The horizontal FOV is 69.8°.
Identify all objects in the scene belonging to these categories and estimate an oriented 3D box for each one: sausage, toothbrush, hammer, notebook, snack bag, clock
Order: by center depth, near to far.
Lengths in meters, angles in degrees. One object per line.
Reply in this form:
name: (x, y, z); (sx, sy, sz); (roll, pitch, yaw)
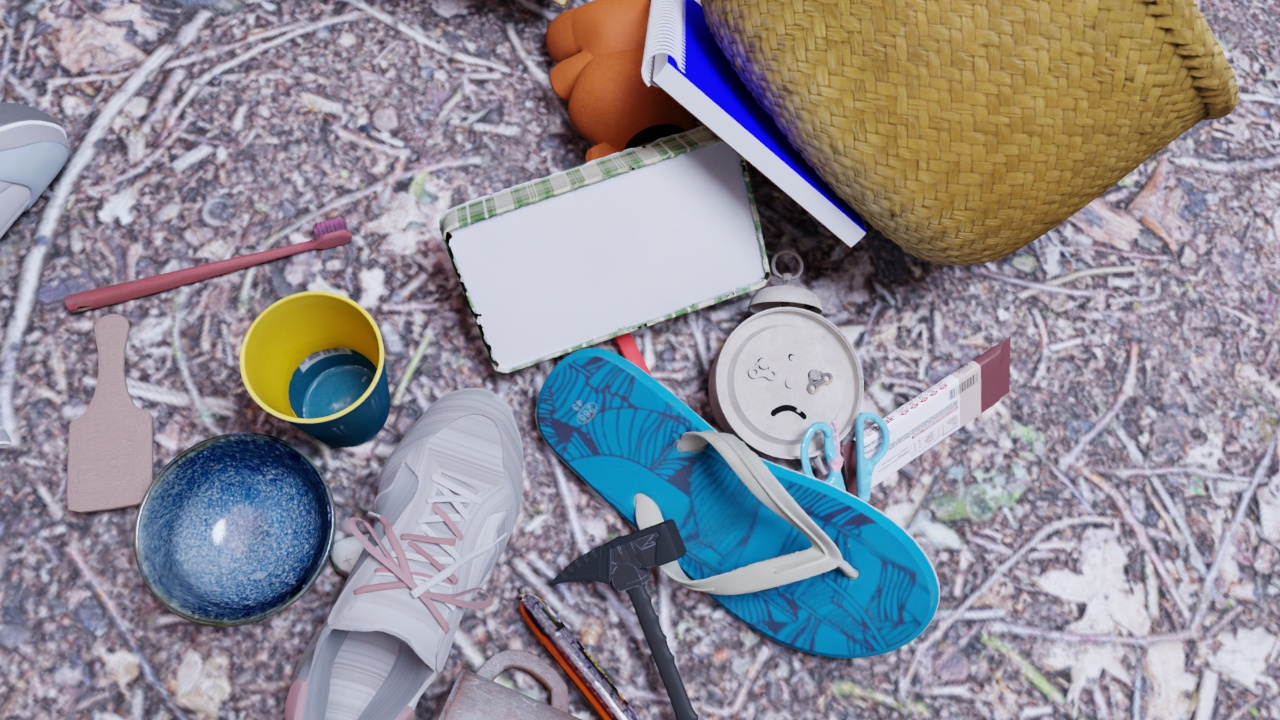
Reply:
hammer: (0.039, 0.266, 0.573); (0.095, 0.015, 0.325); (-25, 83, 26)
sausage: (-0.030, 0.205, 0.583); (0.020, 0.020, 0.155); (-38, 74, -17)
notebook: (0.073, -0.179, 0.625); (0.171, 0.022, 0.208); (35, 29, -19)
toothbrush: (-0.296, -0.067, 0.636); (0.189, 0.016, 0.016); (-17, 72, -13)
clock: (0.099, -0.001, 0.651); (0.103, 0.061, 0.156); (6, 80, -8)
toothbrush: (-0.004, 0.004, 0.660); (0.012, 0.018, 0.212); (-23, 75, -14)
snack bag: (0.209, 0.041, 0.663); (0.157, 0.057, 0.013); (-31, 39, -15)

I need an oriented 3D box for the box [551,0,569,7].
box: (-0.167, -0.486, 0.661); (0.280, 0.285, 0.336); (-57, 46, 16)

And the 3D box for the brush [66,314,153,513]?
brush: (-0.346, 0.033, 0.602); (0.050, 0.015, 0.135); (-7, 69, -11)

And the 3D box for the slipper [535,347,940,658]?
slipper: (0.051, 0.101, 0.592); (0.295, 0.060, 0.118); (35, 109, 6)

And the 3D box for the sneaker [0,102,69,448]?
sneaker: (-0.428, -0.033, 0.577); (0.160, 0.093, 0.256); (41, 71, -4)

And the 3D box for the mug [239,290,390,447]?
mug: (-0.193, 0.014, 0.571); (0.078, 0.121, 0.078); (2, 74, -8)

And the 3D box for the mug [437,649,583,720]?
mug: (-0.073, 0.233, 0.550); (0.110, 0.096, 0.122); (28, 41, -5)

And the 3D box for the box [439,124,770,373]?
box: (-0.022, -0.075, 0.619); (0.205, 0.050, 0.118); (-20, 118, -1)

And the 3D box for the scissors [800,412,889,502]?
scissors: (0.152, 0.098, 0.629); (0.075, 0.015, 0.141); (-24, 111, -20)

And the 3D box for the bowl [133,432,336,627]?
bowl: (-0.243, 0.107, 0.569); (0.114, 0.061, 0.114); (2, 72, -7)

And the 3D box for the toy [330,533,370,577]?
toy: (-0.139, 0.109, 0.594); (0.079, 0.038, 0.122); (39, 80, -4)

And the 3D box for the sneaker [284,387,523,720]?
sneaker: (-0.130, 0.129, 0.530); (0.099, 0.089, 0.236); (26, 85, -18)

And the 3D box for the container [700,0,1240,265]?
container: (0.192, -0.210, 0.601); (0.197, 0.306, 0.307); (-44, 81, 26)

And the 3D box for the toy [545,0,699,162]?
toy: (-0.007, -0.200, 0.677); (0.112, 0.096, 0.175); (-10, 53, -11)
